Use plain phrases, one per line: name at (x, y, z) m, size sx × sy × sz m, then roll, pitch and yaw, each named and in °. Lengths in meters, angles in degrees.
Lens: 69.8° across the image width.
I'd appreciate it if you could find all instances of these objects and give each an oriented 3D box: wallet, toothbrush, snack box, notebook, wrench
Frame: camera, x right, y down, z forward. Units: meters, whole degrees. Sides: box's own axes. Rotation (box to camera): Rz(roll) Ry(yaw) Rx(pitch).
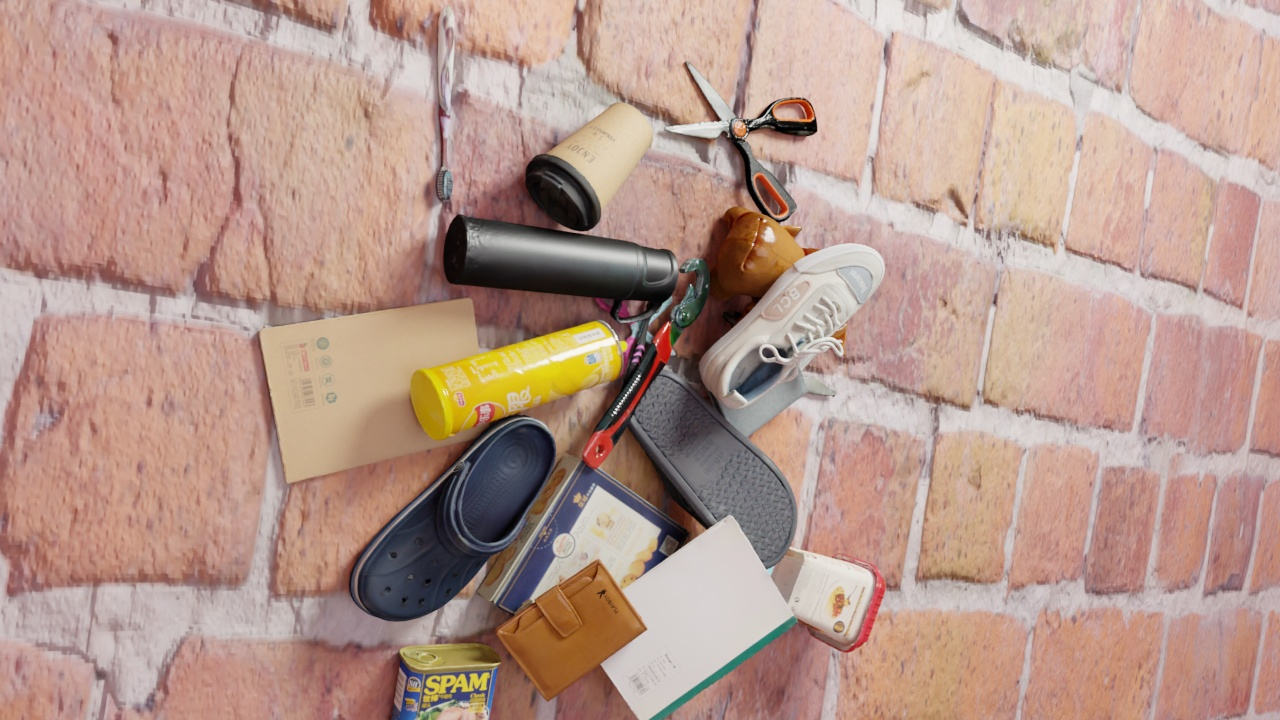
wallet at (0.142, 0.027, 1.110) m, size 0.129 × 0.037 × 0.106 m, roll -33°, pitch 113°, yaw -26°
toothbrush at (-0.190, -0.250, 0.898) m, size 0.016 × 0.017 × 0.187 m, roll -1°, pitch 97°, yaw -33°
snack box at (-0.057, 0.224, 1.019) m, size 0.182 × 0.046 × 0.177 m, roll 39°, pitch 75°, yaw -29°
wallet at (-0.071, 0.279, 0.957) m, size 0.131 × 0.031 × 0.108 m, roll -33°, pitch 110°, yaw -8°
notebook at (-0.252, 0.025, 0.895) m, size 0.207 × 0.008 × 0.148 m, roll -12°, pitch 102°, yaw -31°
wrench at (0.011, 0.002, 1.019) m, size 0.056 × 0.016 × 0.272 m, roll 47°, pitch 65°, yaw -40°
toothbrush at (-0.006, 0.006, 1.023) m, size 0.014 × 0.018 × 0.189 m, roll 23°, pitch 78°, yaw -24°
notebook at (0.053, 0.289, 1.009) m, size 0.209 × 0.012 × 0.150 m, roll -33°, pitch 100°, yaw -7°

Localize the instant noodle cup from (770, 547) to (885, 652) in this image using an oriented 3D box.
instant noodle cup at (0.227, 0.296, 1.176) m, size 0.124 × 0.116 × 0.116 m, roll 24°, pitch 82°, yaw -20°

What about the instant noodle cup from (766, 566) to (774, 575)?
instant noodle cup at (0.107, 0.259, 1.099) m, size 0.111 × 0.111 × 0.120 m, roll 47°, pitch 63°, yaw -27°

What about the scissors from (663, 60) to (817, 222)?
scissors at (0.131, -0.268, 1.102) m, size 0.231 × 0.022 × 0.221 m, roll -32°, pitch 106°, yaw -27°

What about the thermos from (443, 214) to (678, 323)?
thermos at (-0.079, -0.089, 0.952) m, size 0.242 × 0.068 × 0.090 m, roll 5°, pitch 103°, yaw -30°

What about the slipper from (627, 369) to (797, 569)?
slipper at (0.076, 0.124, 1.070) m, size 0.110 × 0.083 × 0.268 m, roll -42°, pitch 92°, yaw -18°

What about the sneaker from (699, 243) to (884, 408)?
sneaker at (0.173, -0.036, 1.008) m, size 0.242 × 0.090 × 0.089 m, roll -40°, pitch 115°, yaw 6°

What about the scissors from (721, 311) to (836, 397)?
scissors at (0.168, 0.018, 1.157) m, size 0.223 × 0.015 × 0.189 m, roll 30°, pitch 79°, yaw -31°

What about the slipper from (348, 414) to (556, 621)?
slipper at (-0.170, 0.163, 0.911) m, size 0.252 × 0.095 × 0.105 m, roll -48°, pitch 114°, yaw -18°

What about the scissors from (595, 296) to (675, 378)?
scissors at (-0.010, -0.038, 1.039) m, size 0.133 × 0.017 × 0.135 m, roll -44°, pitch 114°, yaw -26°

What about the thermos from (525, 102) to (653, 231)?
thermos at (-0.051, -0.203, 0.954) m, size 0.143 × 0.093 × 0.093 m, roll -50°, pitch 118°, yaw -26°

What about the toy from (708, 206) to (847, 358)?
toy at (0.177, -0.095, 1.094) m, size 0.199 × 0.130 × 0.140 m, roll 22°, pitch 85°, yaw -11°

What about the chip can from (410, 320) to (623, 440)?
chip can at (-0.122, 0.016, 0.931) m, size 0.212 × 0.072 × 0.072 m, roll -19°, pitch 105°, yaw -34°

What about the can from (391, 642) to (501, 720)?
can at (-0.199, 0.340, 0.936) m, size 0.102 × 0.057 × 0.083 m, roll 8°, pitch 93°, yaw -32°
